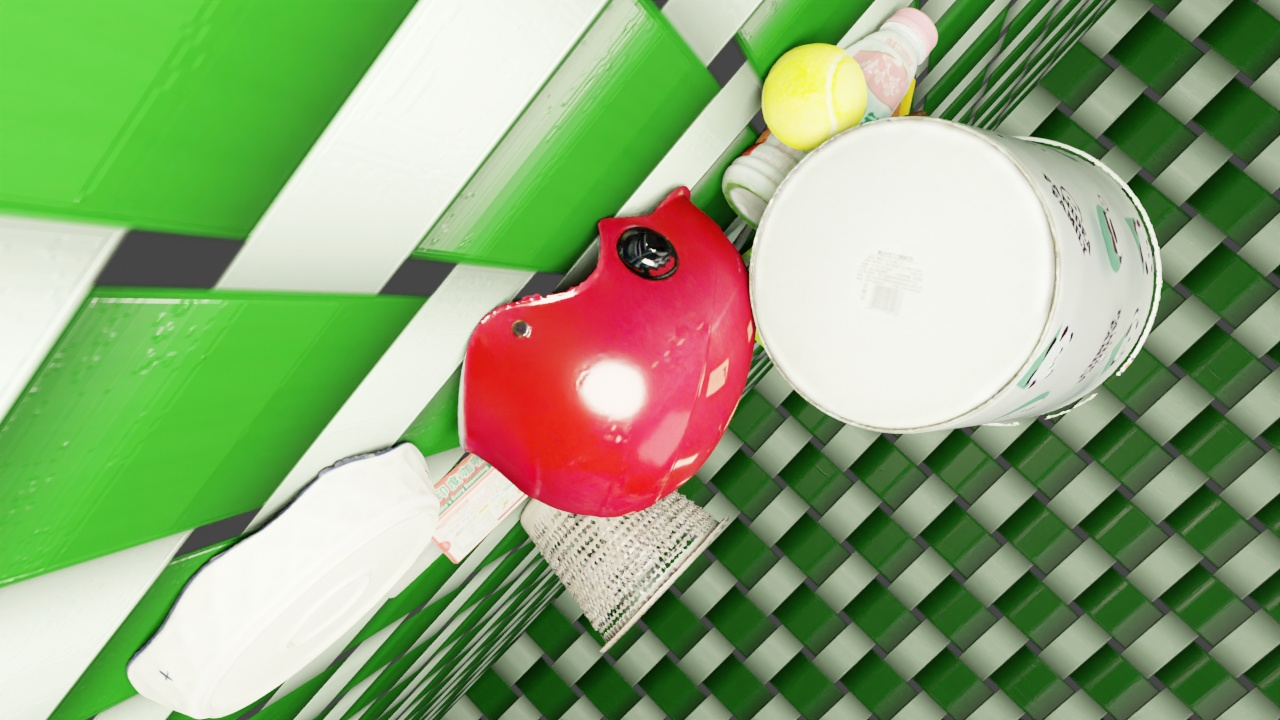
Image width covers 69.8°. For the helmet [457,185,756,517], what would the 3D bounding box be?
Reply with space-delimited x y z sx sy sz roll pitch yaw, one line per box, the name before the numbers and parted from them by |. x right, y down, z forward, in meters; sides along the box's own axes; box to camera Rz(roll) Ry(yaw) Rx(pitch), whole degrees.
helmet | 0.001 0.007 0.611 0.239 0.144 0.207 -43 168 -25

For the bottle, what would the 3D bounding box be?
bottle | 0.145 -0.179 0.677 0.196 0.068 0.068 -48 171 -11

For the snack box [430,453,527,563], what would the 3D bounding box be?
snack box | -0.110 0.091 0.745 0.155 0.027 0.077 -43 152 -16

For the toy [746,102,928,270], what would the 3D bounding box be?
toy | 0.161 -0.145 0.813 0.227 0.090 0.247 -44 174 -1

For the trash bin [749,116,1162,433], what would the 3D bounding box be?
trash bin | 0.212 -0.056 0.627 0.230 0.229 0.251 -51 156 26

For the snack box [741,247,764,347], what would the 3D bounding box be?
snack box | 0.137 -0.069 0.994 0.086 0.026 0.156 -40 147 12

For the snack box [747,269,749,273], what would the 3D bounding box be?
snack box | 0.028 -0.020 0.756 0.157 0.026 0.084 -50 147 14

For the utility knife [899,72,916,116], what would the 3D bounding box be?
utility knife | 0.249 -0.185 0.910 0.033 0.015 0.219 36 66 -80

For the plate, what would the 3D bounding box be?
plate | -0.202 0.137 0.558 0.204 0.045 0.205 -44 171 -9

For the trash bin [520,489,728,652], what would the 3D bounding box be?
trash bin | -0.033 0.213 1.144 0.227 0.192 0.228 -45 170 -10

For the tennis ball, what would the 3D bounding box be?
tennis ball | 0.108 -0.164 0.574 0.065 0.065 0.065 -44 170 -10

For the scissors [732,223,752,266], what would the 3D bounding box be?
scissors | 0.055 -0.064 0.827 0.225 0.015 0.189 -60 157 -7

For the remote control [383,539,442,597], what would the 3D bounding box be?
remote control | -0.169 0.144 0.791 0.149 0.021 0.058 -43 167 -14
